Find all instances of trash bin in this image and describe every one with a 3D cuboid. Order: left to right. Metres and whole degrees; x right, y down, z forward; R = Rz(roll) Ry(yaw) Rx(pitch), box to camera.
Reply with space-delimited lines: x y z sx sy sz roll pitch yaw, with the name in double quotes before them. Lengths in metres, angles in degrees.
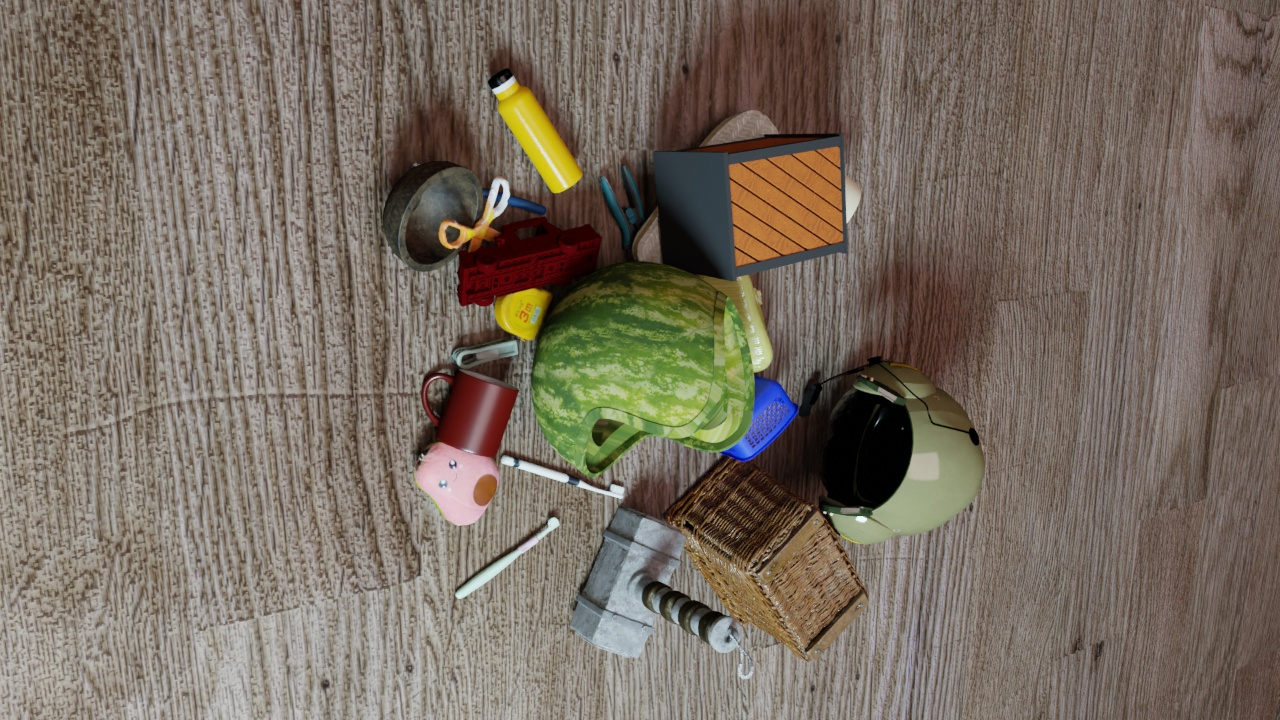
"trash bin" 0.131 -0.187 1.088 0.171 0.140 0.140 -16 110 -28

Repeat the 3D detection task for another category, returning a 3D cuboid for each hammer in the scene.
"hammer" 0.038 0.291 1.094 0.079 0.327 0.176 27 80 -26

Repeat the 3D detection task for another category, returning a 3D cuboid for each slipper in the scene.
"slipper" 0.081 -0.208 1.169 0.262 0.052 0.115 -51 123 -12
"slipper" 0.120 -0.066 1.211 0.081 0.092 0.191 -78 156 -44

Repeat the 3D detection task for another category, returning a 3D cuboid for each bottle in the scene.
"bottle" -0.121 -0.261 1.039 0.043 0.043 0.144 -43 119 -16

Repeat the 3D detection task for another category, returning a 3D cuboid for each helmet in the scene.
"helmet" -0.006 0.006 1.060 0.213 0.247 0.243 25 58 -69
"helmet" 0.338 0.128 1.267 0.232 0.256 0.250 14 93 -31

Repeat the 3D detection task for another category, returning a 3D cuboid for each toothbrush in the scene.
"toothbrush" -0.180 -0.191 1.037 0.167 0.014 0.014 12 139 -33
"toothbrush" -0.166 0.247 1.146 0.154 0.015 0.022 -36 148 -19
"toothbrush" -0.096 0.147 1.168 0.186 0.012 0.017 22 76 -33

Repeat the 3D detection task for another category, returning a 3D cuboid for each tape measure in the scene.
"tape measure" -0.143 -0.059 1.081 0.059 0.030 0.068 22 87 -33

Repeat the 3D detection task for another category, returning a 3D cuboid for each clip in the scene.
"clip" -0.182 -0.009 1.070 0.076 0.044 0.023 -15 107 -26

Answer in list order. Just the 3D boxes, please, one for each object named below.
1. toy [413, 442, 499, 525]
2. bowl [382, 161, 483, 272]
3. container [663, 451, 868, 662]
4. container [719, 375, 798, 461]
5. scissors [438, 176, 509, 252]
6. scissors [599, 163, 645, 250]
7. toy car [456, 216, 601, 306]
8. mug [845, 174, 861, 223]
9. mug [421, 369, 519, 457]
"toy" -0.218 0.139 1.069 0.110 0.051 0.090 34 81 -31
"bowl" -0.230 -0.161 0.978 0.121 0.056 0.121 -46 155 -29
"container" 0.187 0.276 1.264 0.162 0.183 0.250 -41 118 -15
"container" 0.146 0.074 1.248 0.114 0.096 0.058 -43 114 -16
"scissors" -0.176 -0.148 1.016 0.131 0.011 0.125 -60 158 8
"scissors" -0.014 -0.170 1.140 0.145 0.019 0.133 13 97 -34
"toy car" -0.132 -0.117 1.041 0.169 0.062 0.070 -17 144 -28
"mug" 0.218 -0.213 1.224 0.099 0.096 0.120 31 89 -22
"mug" -0.203 0.055 1.054 0.105 0.073 0.082 19 91 -4
